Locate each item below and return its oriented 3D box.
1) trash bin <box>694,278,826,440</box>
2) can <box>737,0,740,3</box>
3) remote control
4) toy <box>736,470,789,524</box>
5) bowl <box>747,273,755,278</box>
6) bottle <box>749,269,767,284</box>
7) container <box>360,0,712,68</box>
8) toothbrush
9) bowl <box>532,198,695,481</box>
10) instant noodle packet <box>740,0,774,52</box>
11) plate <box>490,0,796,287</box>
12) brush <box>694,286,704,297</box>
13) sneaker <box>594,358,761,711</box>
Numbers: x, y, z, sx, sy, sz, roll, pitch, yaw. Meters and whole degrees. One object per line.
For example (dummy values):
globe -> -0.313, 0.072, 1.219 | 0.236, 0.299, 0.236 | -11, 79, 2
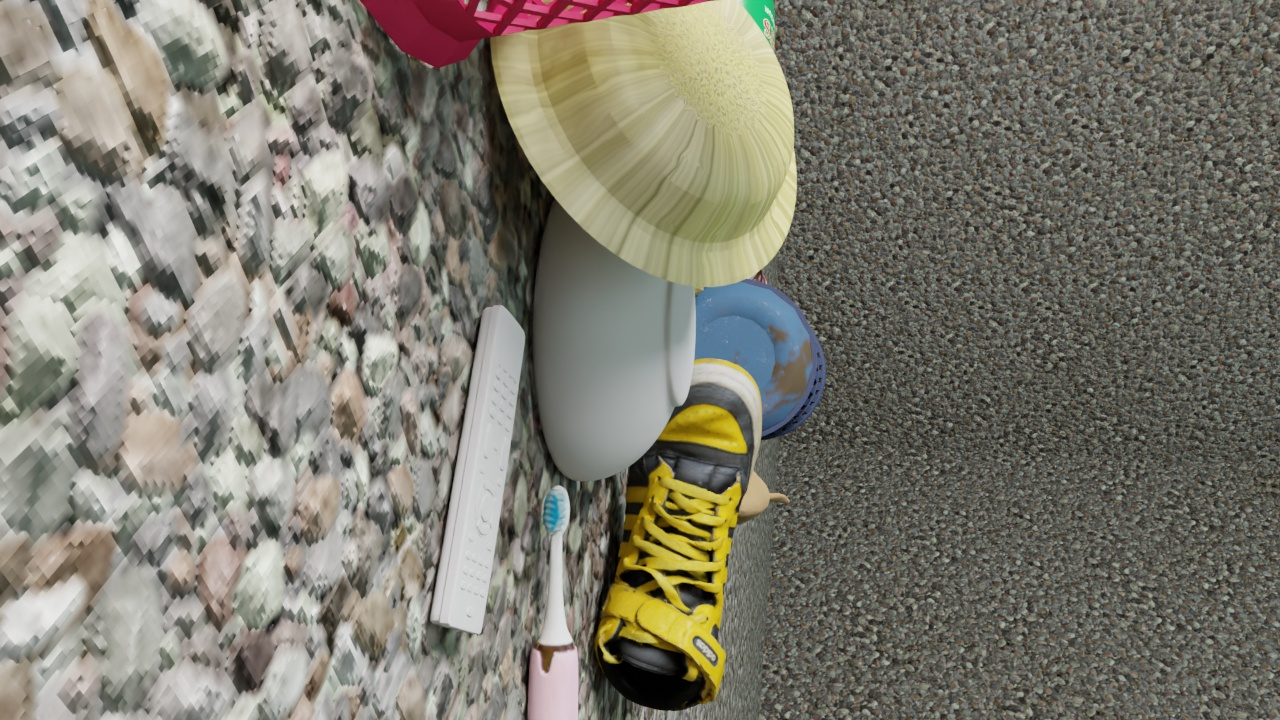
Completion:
trash bin -> 0.094, 0.005, 0.819 | 0.249, 0.139, 0.139 | 14, 77, -78
can -> 0.019, -0.192, 0.576 | 0.086, 0.087, 0.116 | 36, 57, -76
remote control -> -0.065, 0.042, 0.372 | 0.033, 0.012, 0.130 | 61, 33, -65
toy -> 0.051, 0.123, 0.740 | 0.105, 0.108, 0.134 | 26, 40, -39
bowl -> 0.058, -0.123, 0.802 | 0.117, 0.061, 0.117 | -4, 97, -40
bottle -> 0.081, -0.117, 0.935 | 0.059, 0.060, 0.166 | -77, 148, -45
container -> 0.033, -0.193, 0.286 | 0.183, 0.226, 0.183 | 2, 89, -79
toothbrush -> -0.045, 0.175, 0.461 | 0.026, 0.027, 0.222 | 4, 87, -81
bowl -> -0.005, -0.018, 0.529 | 0.176, 0.066, 0.176 | 2, 89, -79
instant noodle packet -> 0.078, -0.300, 0.850 | 0.195, 0.090, 0.252 | 46, 42, -82
plate -> 0.021, -0.128, 0.425 | 0.184, 0.036, 0.184 | 15, 65, -35
brush -> 0.018, -0.105, 0.679 | 0.136, 0.055, 0.075 | 77, -1, -52
sneaker -> 0.024, 0.124, 0.597 | 0.121, 0.086, 0.239 | -71, 170, -61
